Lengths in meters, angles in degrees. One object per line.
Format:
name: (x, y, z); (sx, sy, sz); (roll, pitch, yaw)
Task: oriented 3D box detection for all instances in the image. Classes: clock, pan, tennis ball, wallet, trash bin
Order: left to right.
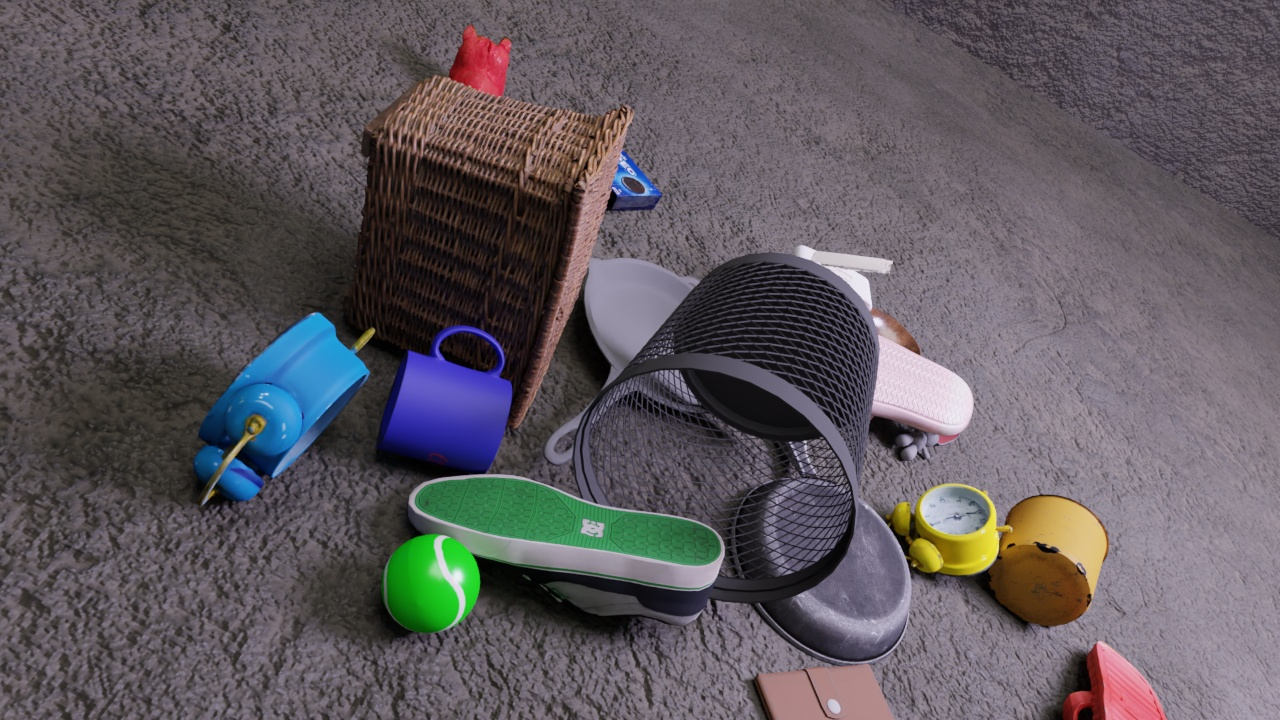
clock: (-0.252, 0.036, 0.633); (0.060, 0.117, 0.161); (41, 37, -9)
tennis ball: (-0.142, 0.151, 0.620); (0.065, 0.066, 0.065); (19, 39, -17)
pan: (-0.005, 0.006, 0.897); (0.216, 0.024, 0.353); (43, 38, -1)
trash bin: (0.089, 0.042, 0.769); (0.218, 0.218, 0.226); (34, 38, 1)
pan: (0.163, 0.123, 0.892); (0.187, 0.055, 0.356); (15, 45, -20)
wallet: (0.154, 0.284, 0.725); (0.120, 0.013, 0.087); (6, 44, -30)
clock: (0.298, 0.170, 0.907); (0.119, 0.057, 0.083); (-15, 37, -1)

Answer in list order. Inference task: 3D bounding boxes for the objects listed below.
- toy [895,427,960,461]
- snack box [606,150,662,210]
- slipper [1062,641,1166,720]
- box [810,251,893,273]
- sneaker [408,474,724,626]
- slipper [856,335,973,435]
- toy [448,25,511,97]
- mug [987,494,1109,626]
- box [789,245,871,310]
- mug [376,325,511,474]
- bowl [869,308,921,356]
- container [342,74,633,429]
toy: (0.329, 0.086, 1.056); (0.111, 0.030, 0.049); (-18, 89, -43)
snack box: (-0.046, -0.247, 1.161); (0.082, 0.027, 0.150); (-14, 57, -44)
slipper: (0.430, 0.340, 0.824); (0.103, 0.059, 0.248); (43, 23, 11)
box: (0.171, -0.070, 0.966); (0.070, 0.187, 0.143); (46, 23, -6)
sneaker: (-0.061, 0.148, 0.686); (0.235, 0.079, 0.084); (13, 26, 2)
slipper: (0.266, 0.024, 1.035); (0.221, 0.056, 0.106); (18, 61, 5)
toy: (-0.195, -0.334, 1.098); (0.088, 0.094, 0.132); (12, 43, -25)
mug: (0.414, 0.214, 0.931); (0.093, 0.101, 0.124); (-36, 114, -49)
box: (0.205, -0.087, 1.114); (0.109, 0.121, 0.136); (27, 39, -8)
mug: (-0.149, 0.027, 0.720); (0.083, 0.111, 0.079); (18, 1, -18)
bowl: (0.301, -0.022, 1.159); (0.114, 0.026, 0.102); (-12, 56, -44)
container: (-0.137, -0.103, 0.775); (0.183, 0.251, 0.161); (20, 37, -1)
